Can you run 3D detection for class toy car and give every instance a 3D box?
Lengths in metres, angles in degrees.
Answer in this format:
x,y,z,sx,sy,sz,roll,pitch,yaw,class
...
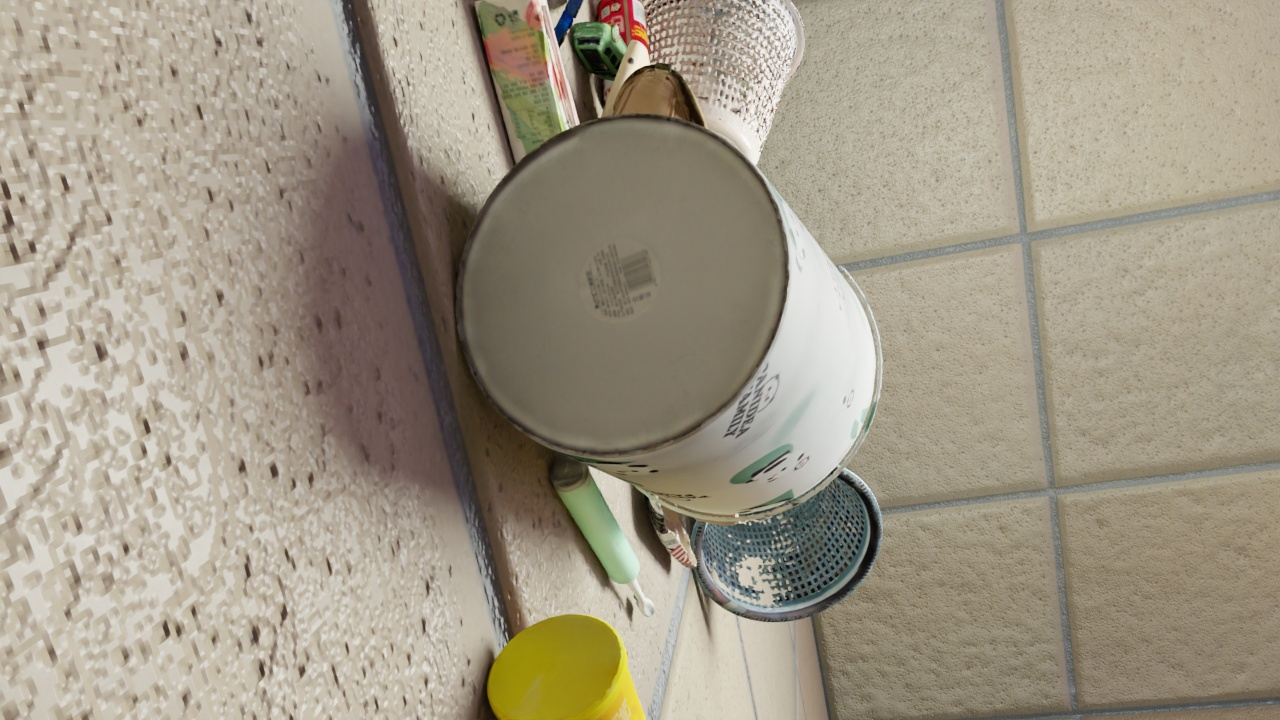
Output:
x,y,z,sx,sy,sz,roll,pitch,yaw,class
-0.036,-0.301,0.903,0.091,0.043,0.036,24,72,-67,toy car

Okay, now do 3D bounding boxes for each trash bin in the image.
x,y,z,sx,sy,sz,roll,pitch,yaw,class
0.160,0.176,1.145,0.195,0.226,0.227,-104,180,-66,trash bin
0.071,-0.307,1.071,0.227,0.228,0.191,61,35,-59,trash bin
0.024,-0.017,0.580,0.251,0.230,0.229,29,53,-68,trash bin

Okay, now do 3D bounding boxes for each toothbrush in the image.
x,y,z,sx,sy,sz,roll,pitch,yaw,class
-0.020,0.141,0.684,0.027,0.026,0.225,37,-20,38,toothbrush

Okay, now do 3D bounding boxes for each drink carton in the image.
x,y,z,sx,sy,sz,roll,pitch,yaw,class
-0.073,-0.190,0.634,0.053,0.045,0.122,-75,154,-65,drink carton

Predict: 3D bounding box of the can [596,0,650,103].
x,y,z,sx,sy,sz,roll,pitch,yaw,class
-0.017,-0.327,0.990,0.053,0.053,0.132,52,31,-67,can

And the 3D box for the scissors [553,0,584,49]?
x,y,z,sx,sy,sz,roll,pitch,yaw,class
-0.067,-0.301,0.812,0.108,0.012,0.175,-65,-165,0,scissors

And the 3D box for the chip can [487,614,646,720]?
x,y,z,sx,sy,sz,roll,pitch,yaw,class
-0.018,0.239,0.505,0.071,0.072,0.213,-80,157,-58,chip can

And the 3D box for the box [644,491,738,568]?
x,y,z,sx,sy,sz,roll,pitch,yaw,class
0.054,0.141,0.896,0.163,0.088,0.076,59,7,-56,box

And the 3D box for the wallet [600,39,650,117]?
x,y,z,sx,sy,sz,roll,pitch,yaw,class
-0.017,-0.244,0.906,0.087,0.024,0.115,37,71,-75,wallet

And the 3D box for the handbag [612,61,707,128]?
x,y,z,sx,sy,sz,roll,pitch,yaw,class
0.019,-0.178,0.863,0.204,0.100,0.147,24,79,-83,handbag
